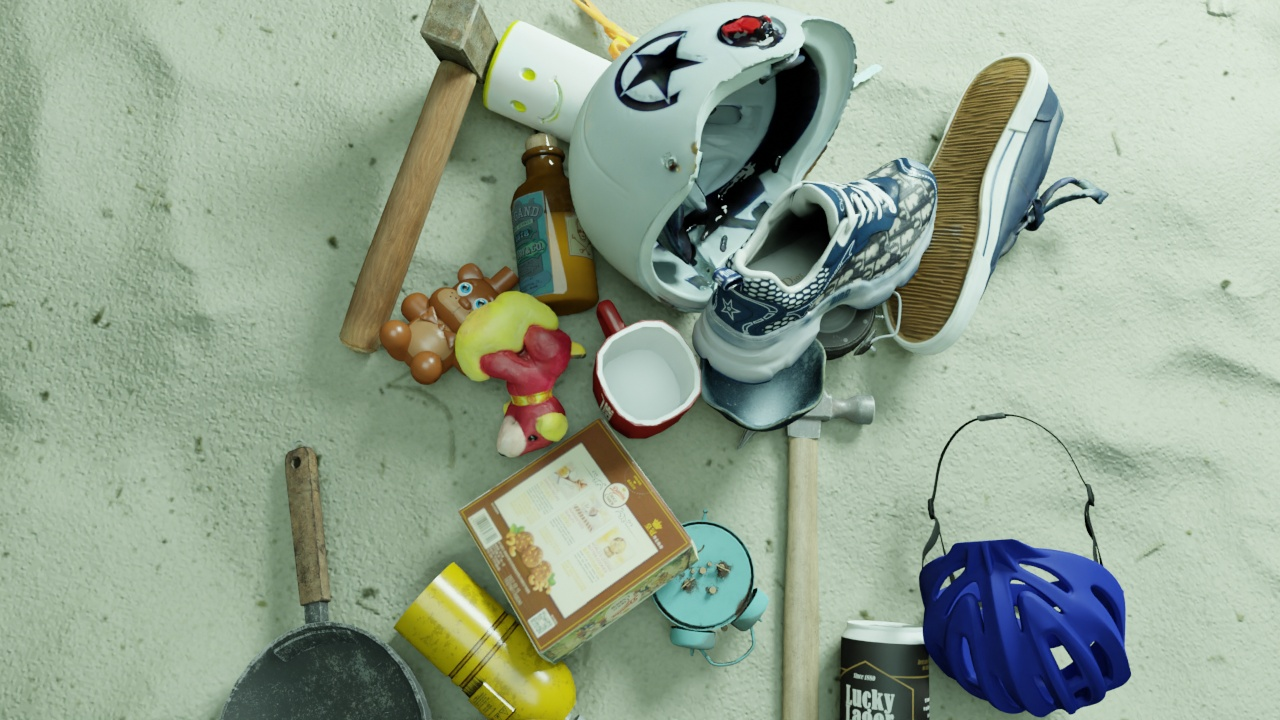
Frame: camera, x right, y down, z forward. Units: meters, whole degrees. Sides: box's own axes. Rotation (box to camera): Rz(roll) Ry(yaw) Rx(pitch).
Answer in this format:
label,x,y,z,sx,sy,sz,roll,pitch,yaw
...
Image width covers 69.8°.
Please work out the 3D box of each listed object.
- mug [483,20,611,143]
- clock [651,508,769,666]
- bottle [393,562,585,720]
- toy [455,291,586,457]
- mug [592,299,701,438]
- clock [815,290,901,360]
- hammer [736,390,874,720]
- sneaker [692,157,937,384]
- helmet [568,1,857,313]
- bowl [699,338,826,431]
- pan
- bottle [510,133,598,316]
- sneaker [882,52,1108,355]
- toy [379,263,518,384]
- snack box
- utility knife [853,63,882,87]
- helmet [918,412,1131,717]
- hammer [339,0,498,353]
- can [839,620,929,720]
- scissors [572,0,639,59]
label,x,y,z,sx,sy,sz,roll,pitch,yaw
mug,-0.077,-0.245,0.825,0.106,0.083,0.082,24,79,-1
clock,0.055,0.193,0.769,0.090,0.053,0.124,-22,82,-7
bottle,-0.114,0.244,0.738,0.164,0.071,0.071,41,79,4
toy,-0.095,0.008,0.770,0.105,0.067,0.137,-17,105,-11
mug,-0.005,0.004,0.777,0.080,0.097,0.116,-27,83,-9
clock,0.168,-0.044,0.825,0.123,0.044,0.091,9,75,1
hammer,0.140,0.188,0.796,0.119,0.031,0.331,3,82,-3
sneaker,0.152,-0.102,0.743,0.268,0.133,0.103,-38,62,-20
helmet,0.048,-0.188,0.763,0.164,0.237,0.263,37,77,23
bowl,0.104,0.019,0.783,0.110,0.055,0.110,-5,56,7
pan,-0.253,0.234,0.729,0.208,0.040,0.356,-18,67,17
bottle,-0.079,-0.122,0.809,0.068,0.068,0.157,-7,80,-6
sneaker,0.324,-0.125,0.840,0.127,0.121,0.294,33,77,-32
toy,-0.157,-0.036,0.791,0.095,0.065,0.127,44,74,7
snack box,-0.051,0.142,0.748,0.147,0.041,0.143,-34,59,-8
utility knife,0.168,-0.242,0.876,0.158,0.015,0.022,-30,84,-7
helmet,0.307,0.168,0.746,0.148,0.241,0.227,-11,54,30
hammer,-0.193,-0.148,0.790,0.037,0.158,0.301,21,92,-1
can,0.200,0.283,0.754,0.072,0.072,0.128,4,79,-4
scissors,-0.017,-0.311,0.869,0.083,0.012,0.133,-9,55,-44
